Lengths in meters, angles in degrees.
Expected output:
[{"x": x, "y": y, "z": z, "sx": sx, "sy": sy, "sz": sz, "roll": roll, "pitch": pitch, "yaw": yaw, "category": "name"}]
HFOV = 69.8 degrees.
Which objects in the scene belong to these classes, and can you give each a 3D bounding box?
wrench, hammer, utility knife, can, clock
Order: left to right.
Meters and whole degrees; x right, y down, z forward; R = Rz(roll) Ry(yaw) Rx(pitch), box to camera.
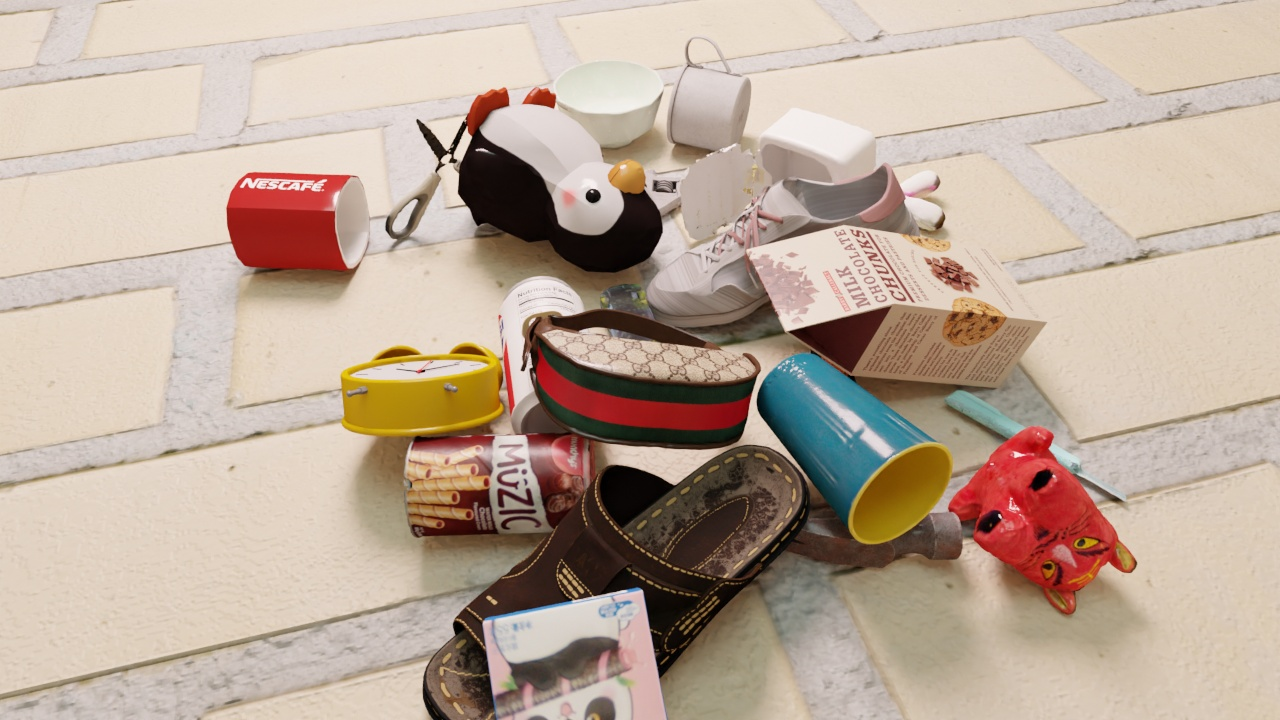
[{"x": -0.157, "y": 0.019, "z": 0.673, "sx": 0.113, "sy": 0.052, "sz": 0.152, "roll": -2, "pitch": 10, "yaw": -1, "category": "clock"}, {"x": -0.070, "y": 0.000, "z": 0.704, "sx": 0.070, "sy": 0.070, "sz": 0.132, "roll": -8, "pitch": 45, "yaw": -7, "category": "can"}, {"x": 0.094, "y": -0.175, "z": 0.914, "sx": 0.273, "sy": 0.018, "sz": 0.083, "roll": -8, "pitch": 45, "yaw": -6, "category": "wrench"}, {"x": 0.138, "y": 0.019, "z": 0.708, "sx": 0.138, "sy": 0.035, "sz": 0.313, "roll": -2, "pitch": 44, "yaw": 1, "category": "hammer"}, {"x": 0.291, "y": 0.060, "z": 0.674, "sx": 0.141, "sy": 0.015, "sz": 0.022, "roll": 34, "pitch": 36, "yaw": 30, "category": "utility knife"}]

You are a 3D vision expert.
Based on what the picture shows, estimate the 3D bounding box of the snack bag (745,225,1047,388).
[{"x": 0.186, "y": -0.043, "z": 0.699, "sx": 0.206, "sy": 0.070, "sz": 0.094, "roll": 5, "pitch": 41, "yaw": -20, "category": "snack bag"}]

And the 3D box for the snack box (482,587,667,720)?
[{"x": -0.028, "y": 0.203, "z": 0.475, "sx": 0.088, "sy": 0.033, "sz": 0.154, "roll": -10, "pitch": 76, "yaw": -7, "category": "snack box"}]

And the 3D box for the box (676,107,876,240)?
[{"x": 0.113, "y": -0.155, "z": 0.831, "sx": 0.152, "sy": 0.107, "sz": 0.131, "roll": 28, "pitch": 52, "yaw": 30, "category": "box"}]

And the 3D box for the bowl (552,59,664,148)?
[{"x": -0.033, "y": -0.267, "z": 0.981, "sx": 0.117, "sy": 0.061, "sz": 0.117, "roll": -1, "pitch": 45, "yaw": 1, "category": "bowl"}]

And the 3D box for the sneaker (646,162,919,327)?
[{"x": 0.108, "y": -0.104, "z": 0.758, "sx": 0.236, "sy": 0.089, "sz": 0.099, "roll": -18, "pitch": 37, "yaw": 7, "category": "sneaker"}]

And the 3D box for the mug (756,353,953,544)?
[{"x": 0.132, "y": 0.050, "z": 0.599, "sx": 0.078, "sy": 0.078, "sz": 0.121, "roll": -20, "pitch": 40, "yaw": -18, "category": "mug"}]

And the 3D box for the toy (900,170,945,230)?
[{"x": 0.231, "y": -0.160, "z": 0.883, "sx": 0.122, "sy": 0.038, "sz": 0.079, "roll": 11, "pitch": 45, "yaw": 2, "category": "toy"}]

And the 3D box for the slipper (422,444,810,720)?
[{"x": -0.012, "y": 0.130, "z": 0.551, "sx": 0.267, "sy": 0.076, "sz": 0.113, "roll": -33, "pitch": 52, "yaw": -14, "category": "slipper"}]

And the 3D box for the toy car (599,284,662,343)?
[{"x": -0.008, "y": -0.029, "z": 0.762, "sx": 0.038, "sy": 0.027, "sz": 0.089, "roll": -12, "pitch": 46, "yaw": -7, "category": "toy car"}]

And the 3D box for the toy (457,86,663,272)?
[{"x": -0.067, "y": -0.140, "z": 0.828, "sx": 0.184, "sy": 0.140, "sz": 0.158, "roll": 36, "pitch": 31, "yaw": 18, "category": "toy"}]

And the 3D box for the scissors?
[{"x": -0.177, "y": -0.173, "z": 0.848, "sx": 0.012, "sy": 0.171, "sz": 0.157, "roll": 49, "pitch": 22, "yaw": 16, "category": "scissors"}]

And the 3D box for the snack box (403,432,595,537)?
[{"x": -0.092, "y": 0.083, "z": 0.620, "sx": 0.121, "sy": 0.072, "sz": 0.072, "roll": -2, "pitch": 45, "yaw": 0, "category": "snack box"}]

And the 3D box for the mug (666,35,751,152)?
[{"x": 0.073, "y": -0.274, "z": 0.950, "sx": 0.070, "sy": 0.113, "sz": 0.084, "roll": 16, "pitch": 31, "yaw": 13, "category": "mug"}]

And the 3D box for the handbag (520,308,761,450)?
[{"x": -0.004, "y": 0.004, "z": 0.639, "sx": 0.166, "sy": 0.063, "sz": 0.138, "roll": 5, "pitch": 24, "yaw": -17, "category": "handbag"}]

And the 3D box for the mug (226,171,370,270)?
[{"x": -0.306, "y": -0.136, "z": 0.843, "sx": 0.096, "sy": 0.081, "sz": 0.116, "roll": 2, "pitch": 38, "yaw": 3, "category": "mug"}]

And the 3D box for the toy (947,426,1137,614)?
[{"x": 0.267, "y": 0.100, "z": 0.615, "sx": 0.094, "sy": 0.088, "sz": 0.132, "roll": 39, "pitch": 28, "yaw": -6, "category": "toy"}]
